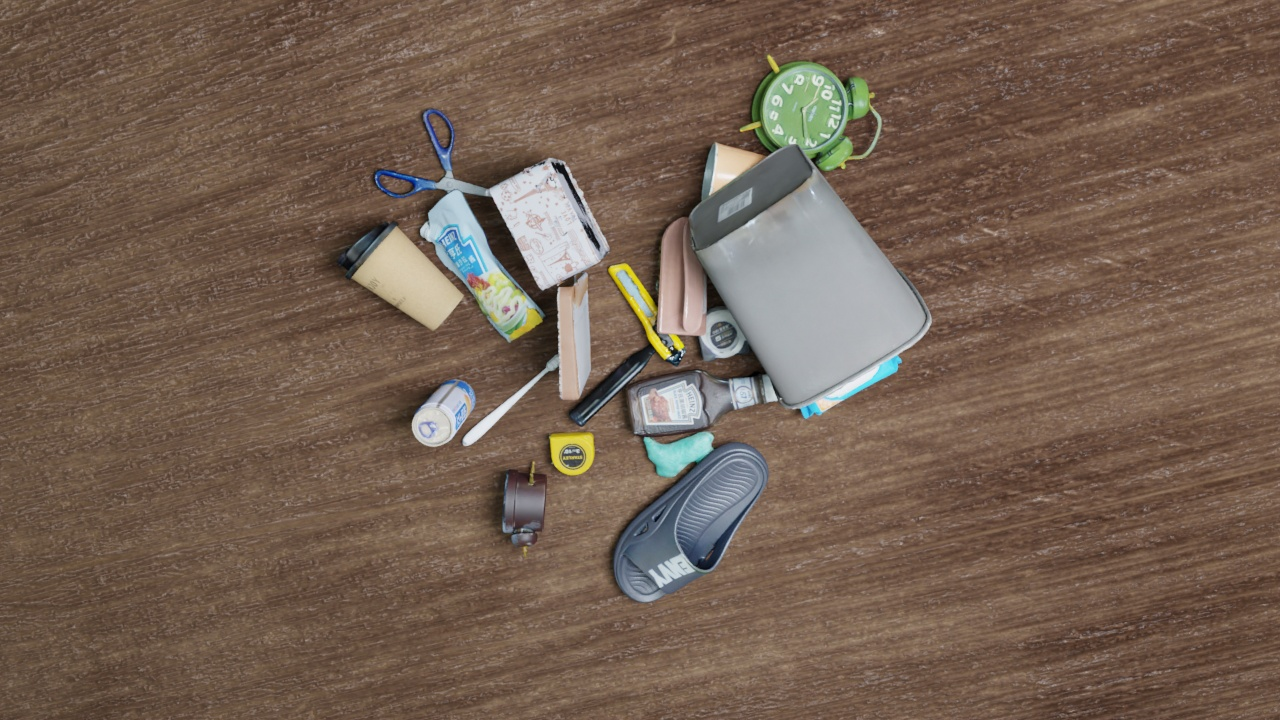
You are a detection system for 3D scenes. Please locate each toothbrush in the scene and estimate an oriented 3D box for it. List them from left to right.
[{"bbox_3d":[-0.169,0.054,1.204,0.180,0.016,0.016,-41,96,10],"label":"toothbrush"},{"bbox_3d":[-0.007,0.007,1.185,0.213,0.026,0.027,-42,106,6],"label":"toothbrush"}]

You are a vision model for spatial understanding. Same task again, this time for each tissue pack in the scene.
[{"bbox_3d":[0.248,0.002,1.157,0.140,0.063,0.090,-30,100,7],"label":"tissue pack"}]

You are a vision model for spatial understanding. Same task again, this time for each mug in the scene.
[{"bbox_3d":[0.141,-0.214,1.109,0.122,0.078,0.078,9,102,-5],"label":"mug"}]

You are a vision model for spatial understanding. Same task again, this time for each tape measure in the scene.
[{"bbox_3d":[-0.089,0.121,1.210,0.060,0.029,0.057,-3,101,2],"label":"tape measure"},{"bbox_3d":[0.105,-0.036,1.168,0.066,0.033,0.066,-10,104,2],"label":"tape measure"}]

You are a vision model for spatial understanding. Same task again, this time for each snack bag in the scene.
[{"bbox_3d":[-0.198,-0.113,1.138,0.038,0.111,0.191,-43,102,-31],"label":"snack bag"}]

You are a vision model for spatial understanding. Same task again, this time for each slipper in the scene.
[{"bbox_3d":[0.064,0.221,1.190,0.110,0.083,0.268,38,104,-15],"label":"slipper"}]

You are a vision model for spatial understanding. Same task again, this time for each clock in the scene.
[{"bbox_3d":[-0.152,0.197,1.203,0.055,0.082,0.122,3,100,-6],"label":"clock"},{"bbox_3d":[0.209,-0.293,1.097,0.161,0.056,0.116,19,103,-3],"label":"clock"}]

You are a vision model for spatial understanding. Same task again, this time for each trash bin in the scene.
[{"bbox_3d":[0.176,-0.101,1.040,0.199,0.198,0.220,-33,114,16],"label":"trash bin"}]

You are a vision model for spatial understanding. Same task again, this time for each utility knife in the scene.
[{"bbox_3d":[0.008,-0.059,1.162,0.033,0.015,0.154,-34,88,1],"label":"utility knife"}]

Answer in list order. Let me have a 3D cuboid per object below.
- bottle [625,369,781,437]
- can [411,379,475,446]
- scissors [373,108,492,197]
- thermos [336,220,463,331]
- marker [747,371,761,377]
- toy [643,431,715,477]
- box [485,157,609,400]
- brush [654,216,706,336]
[{"bbox_3d":[0.082,0.049,1.172,0.195,0.044,0.080,-10,88,8],"label":"bottle"},{"bbox_3d":[-0.245,0.064,1.148,0.053,0.134,0.053,0,103,1],"label":"can"},{"bbox_3d":[-0.249,-0.231,1.147,0.176,0.012,0.162,2,103,0],"label":"scissors"},{"bbox_3d":[-0.295,-0.104,1.141,0.143,0.093,0.093,42,100,-14],"label":"thermos"},{"bbox_3d":[0.107,0.053,1.198,0.124,0.015,0.018,-35,90,5],"label":"marker"},{"bbox_3d":[0.060,0.128,1.208,0.092,0.030,0.096,-22,108,8],"label":"toy"},{"bbox_3d":[-0.088,-0.100,1.088,0.106,0.177,0.272,-13,100,5],"label":"box"},{"bbox_3d":[0.054,-0.104,1.125,0.063,0.073,0.145,3,89,-19],"label":"brush"}]
